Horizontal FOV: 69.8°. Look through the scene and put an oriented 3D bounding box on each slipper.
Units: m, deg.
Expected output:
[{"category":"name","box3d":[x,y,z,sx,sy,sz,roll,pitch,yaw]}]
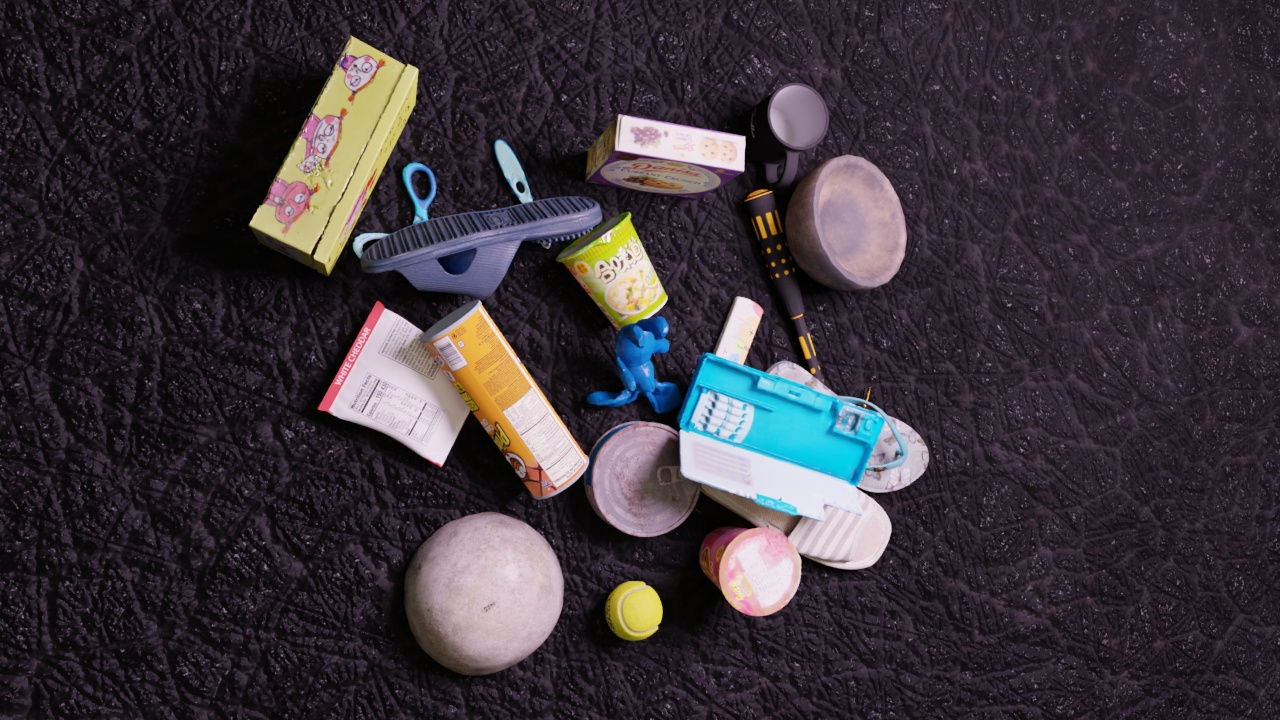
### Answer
[{"category":"slipper","box3d":[0.190,0.173,1.115,0.272,0.054,0.114,26,86,-13]},{"category":"slipper","box3d":[-0.166,-0.115,0.995,0.263,0.101,0.083,-15,120,-16]},{"category":"slipper","box3d":[0.253,0.093,1.114,0.268,0.055,0.098,28,91,-21]}]

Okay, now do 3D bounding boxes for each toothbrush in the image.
[{"category":"toothbrush","box3d":[-0.134,-0.190,1.046,0.022,0.017,0.135,-26,96,-8]}]

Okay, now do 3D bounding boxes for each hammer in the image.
[{"category":"hammer","box3d":[0.195,-0.056,1.132,0.123,0.036,0.320,-20,96,-17]}]

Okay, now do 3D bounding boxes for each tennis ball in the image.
[{"category":"tennis ball","box3d":[-0.008,0.285,1.045,0.065,0.065,0.065,0,88,-16]}]

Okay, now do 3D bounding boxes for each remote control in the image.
[{"category":"remote control","box3d":[0.112,-0.017,1.113,0.038,0.018,0.125,25,80,-14]}]

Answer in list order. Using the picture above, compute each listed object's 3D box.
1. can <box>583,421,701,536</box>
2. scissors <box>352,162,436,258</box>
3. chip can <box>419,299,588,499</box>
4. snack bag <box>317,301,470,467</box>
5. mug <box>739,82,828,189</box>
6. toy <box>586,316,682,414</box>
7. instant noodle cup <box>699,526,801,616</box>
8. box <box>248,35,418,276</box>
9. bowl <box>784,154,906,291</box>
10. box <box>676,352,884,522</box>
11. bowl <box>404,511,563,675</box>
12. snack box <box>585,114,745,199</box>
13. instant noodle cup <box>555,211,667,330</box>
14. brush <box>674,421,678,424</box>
[{"category":"can","box3d":[0.003,0.136,1.063,0.130,0.044,0.130,0,88,-16]},{"category":"scissors","box3d":[-0.250,-0.152,1.014,0.134,0.011,0.139,-5,91,-16]},{"category":"chip can","box3d":[-0.144,0.044,0.990,0.075,0.075,0.215,-37,108,-14]},{"category":"snack bag","box3d":[-0.250,0.027,0.994,0.144,0.039,0.130,29,76,-17]},{"category":"mug","box3d":[0.169,-0.263,1.099,0.078,0.088,0.113,4,87,-16]},{"category":"toy","box3d":[-0.006,0.006,1.025,0.112,0.177,0.071,-21,57,-15]},{"category":"instant noodle cup","box3d":[0.117,0.234,1.060,0.097,0.109,0.097,1,88,-16]},{"category":"box","box3d":[-0.309,-0.206,0.944,0.083,0.124,0.220,28,79,-14]},{"category":"bowl","box3d":[0.241,-0.160,1.108,0.162,0.070,0.162,6,79,-34]},{"category":"box","box3d":[0.154,0.100,1.047,0.227,0.086,0.169,19,65,-8]},{"category":"bowl","box3d":[-0.164,0.257,0.994,0.178,0.081,0.178,1,87,-18]},{"category":"snack box","box3d":[0.024,-0.224,1.025,0.143,0.148,0.040,6,86,-15]},{"category":"instant noodle cup","box3d":[-0.026,-0.097,1.041,0.098,0.099,0.108,-37,107,-14]},{"category":"brush","box3d":[0.106,0.060,1.097,0.126,0.017,0.048,-15,123,-18]}]
